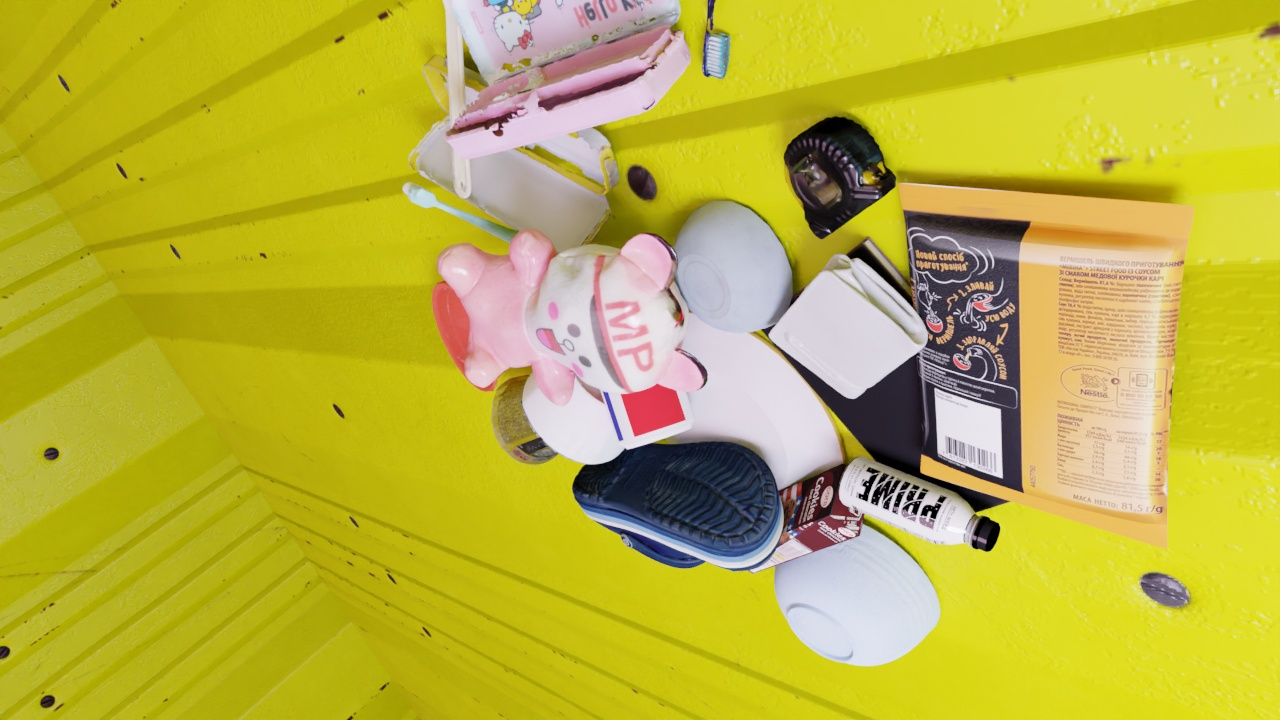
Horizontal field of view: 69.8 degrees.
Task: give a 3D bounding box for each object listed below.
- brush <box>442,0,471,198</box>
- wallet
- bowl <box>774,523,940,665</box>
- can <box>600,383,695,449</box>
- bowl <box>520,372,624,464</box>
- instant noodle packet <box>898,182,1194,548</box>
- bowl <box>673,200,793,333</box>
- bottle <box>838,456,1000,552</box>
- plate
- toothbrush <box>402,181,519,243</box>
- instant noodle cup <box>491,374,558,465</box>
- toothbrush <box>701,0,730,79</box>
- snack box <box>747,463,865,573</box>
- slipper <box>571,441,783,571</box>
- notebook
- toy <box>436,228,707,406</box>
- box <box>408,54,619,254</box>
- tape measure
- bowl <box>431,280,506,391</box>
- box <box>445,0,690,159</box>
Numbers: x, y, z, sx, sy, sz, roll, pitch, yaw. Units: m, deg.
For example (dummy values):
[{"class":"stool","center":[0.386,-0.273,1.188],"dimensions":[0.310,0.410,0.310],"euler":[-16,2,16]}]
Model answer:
[{"class":"brush","center":[-0.150,-0.239,0.744],"dimensions":[0.033,0.012,0.218],"euler":[23,121,39]},{"class":"wallet","center":[0.143,-0.022,0.631],"dimensions":[0.086,0.032,0.116],"euler":[44,156,3]},{"class":"bowl","center":[0.176,0.214,0.806],"dimensions":[0.150,0.074,0.151],"euler":[30,145,24]},{"class":"can","center":[-0.005,0.005,0.791],"dimensions":[0.070,0.070,0.132],"euler":[-23,85,57]},{"class":"bowl","center":[-0.046,0.032,0.859],"dimensions":[0.116,0.116,0.066],"euler":[45,128,7]},{"class":"instant noodle packet","center":[0.236,0.003,0.552],"dimensions":[0.160,0.032,0.221],"euler":[16,130,43]},{"class":"bowl","center":[0.061,-0.064,0.691],"dimensions":[0.106,0.039,0.106],"euler":[34,142,32]},{"class":"bottle","center":[0.207,0.109,0.682],"dimensions":[0.116,0.041,0.041],"euler":[21,138,38]},{"class":"plate","center":[0.079,0.058,0.821],"dimensions":[0.230,0.021,0.230],"euler":[31,144,27]},{"class":"toothbrush","center":[-0.135,-0.119,0.800],"dimensions":[0.016,0.016,0.180],"euler":[38,-169,34]},{"class":"instant noodle cup","center":[-0.088,0.053,0.961],"dimensions":[0.108,0.102,0.102],"euler":[-19,108,47]},{"class":"toothbrush","center":[0.050,-0.253,0.543],"dimensions":[0.017,0.016,0.189],"euler":[23,141,20]},{"class":"snack box","center":[0.132,0.138,0.784],"dimensions":[0.031,0.050,0.141],"euler":[35,143,-14]},{"class":"slipper","center":[0.039,0.134,0.835],"dimensions":[0.253,0.104,0.095],"euler":[7,134,51]},{"class":"notebook","center":[0.190,0.024,0.664],"dimensions":[0.209,0.008,0.142],"euler":[49,148,1]},{"class":"toy","center":[-0.055,-0.037,0.722],"dimensions":[0.213,0.084,0.142],"euler":[2,114,29]},{"class":"box","center":[-0.118,-0.172,0.768],"dimensions":[0.210,0.080,0.084],"euler":[31,163,26]},{"class":"tape measure","center":[0.120,-0.117,0.572],"dimensions":[0.062,0.038,0.067],"euler":[55,154,-1]},{"class":"bowl","center":[-0.176,-0.033,1.003],"dimensions":[0.130,0.045,0.131],"euler":[38,143,36]},{"class":"box","center":[-0.068,-0.220,0.637],"dimensions":[0.202,0.100,0.103],"euler":[-2,132,41]}]
